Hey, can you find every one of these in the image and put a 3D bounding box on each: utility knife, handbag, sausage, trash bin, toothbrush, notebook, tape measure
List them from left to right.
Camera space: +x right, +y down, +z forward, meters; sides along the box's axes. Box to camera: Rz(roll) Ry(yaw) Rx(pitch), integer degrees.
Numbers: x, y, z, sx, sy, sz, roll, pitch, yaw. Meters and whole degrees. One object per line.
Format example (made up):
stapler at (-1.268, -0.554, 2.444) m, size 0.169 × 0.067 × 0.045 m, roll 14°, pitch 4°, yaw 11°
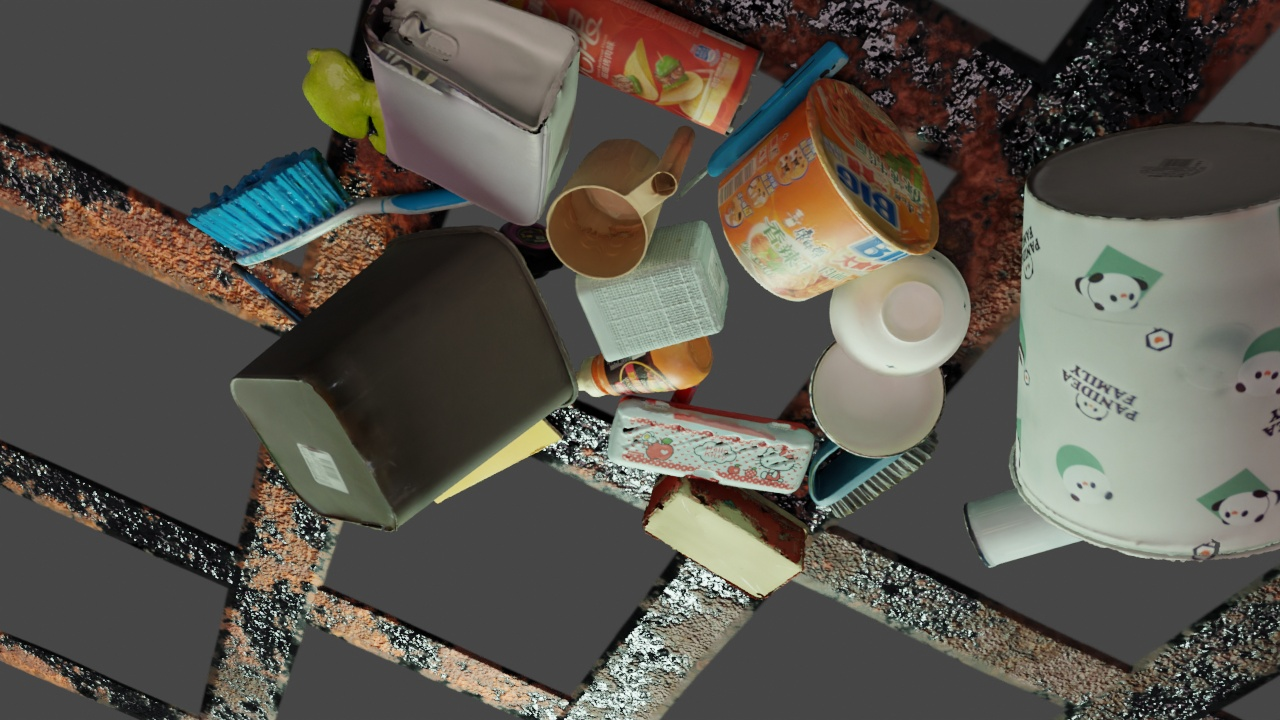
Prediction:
toothbrush at (-0.358, -0.037, 0.977) m, size 0.189 × 0.014 × 0.016 m, roll 43°, pitch 148°, yaw -16°
trash bin at (-0.208, 0.020, 0.815) m, size 0.199 × 0.219 × 0.199 m, roll 0°, pitch 124°, yaw 40°
notebook at (-0.207, 0.076, 1.022) m, size 0.207 × 0.010 × 0.146 m, roll -29°, pitch 114°, yaw 30°
handbag at (-0.126, -0.194, 0.696) m, size 0.145 × 0.098 × 0.197 m, roll 19°, pitch 167°, yaw -4°
tape measure at (-0.105, -0.099, 0.838) m, size 0.058 × 0.056 × 0.039 m, roll 42°, pitch 133°, yaw 27°
sausage at (0.035, 0.053, 0.936) m, size 0.020 × 0.020 × 0.156 m, roll 22°, pitch 127°, yaw -2°
utility knife at (0.092, -0.188, 0.739) m, size 0.018 × 0.034 × 0.186 m, roll 35°, pitch 128°, yaw -22°
trash bin at (0.387, -0.023, 0.673) m, size 0.230 × 0.228 × 0.252 m, roll -6°, pitch 119°, yaw 19°

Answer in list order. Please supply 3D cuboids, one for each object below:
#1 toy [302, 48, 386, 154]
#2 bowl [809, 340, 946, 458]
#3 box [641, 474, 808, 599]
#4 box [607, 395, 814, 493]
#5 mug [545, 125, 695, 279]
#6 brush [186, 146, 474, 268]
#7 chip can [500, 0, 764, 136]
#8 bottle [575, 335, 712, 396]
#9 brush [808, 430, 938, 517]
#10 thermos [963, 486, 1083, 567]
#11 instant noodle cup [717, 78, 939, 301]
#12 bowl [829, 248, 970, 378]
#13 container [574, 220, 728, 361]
toy at (-0.248, -0.225, 0.801) m, size 0.100 × 0.031 × 0.097 m, roll 3°, pitch 128°, yaw 12°
bowl at (0.209, 0.028, 0.831) m, size 0.116 × 0.066 × 0.116 m, roll 0°, pitch 89°, yaw 4°
box at (0.091, 0.184, 0.981) m, size 0.168 × 0.077 × 0.092 m, roll 33°, pitch 127°, yaw -11°
box at (0.070, 0.083, 0.915) m, size 0.201 × 0.047 × 0.087 m, roll 10°, pitch 128°, yaw -3°
mug at (-0.010, -0.139, 0.756) m, size 0.125 × 0.103 × 0.084 m, roll -33°, pitch 112°, yaw 31°
brush at (-0.270, -0.152, 0.850) m, size 0.315 × 0.060 × 0.109 m, roll -18°, pitch 125°, yaw 22°
chip can at (-0.016, -0.245, 0.701) m, size 0.216 × 0.073 × 0.073 m, roll 21°, pitch 128°, yaw -2°
bottle at (-0.005, 0.005, 0.890) m, size 0.150 × 0.066 × 0.067 m, roll -16°, pitch 120°, yaw 32°
brush at (0.216, 0.095, 0.897) m, size 0.073 × 0.055 × 0.144 m, roll 35°, pitch 126°, yaw -12°
thermos at (0.427, 0.133, 0.865) m, size 0.225 × 0.073 × 0.073 m, roll -26°, pitch 116°, yaw 28°
instant noodle cup at (0.139, -0.123, 0.709) m, size 0.151 × 0.151 × 0.112 m, roll 43°, pitch 132°, yaw -17°
bowl at (0.220, -0.041, 0.760) m, size 0.118 × 0.064 × 0.118 m, roll 0°, pitch 93°, yaw 7°
container at (0.014, -0.064, 0.814) m, size 0.112 × 0.089 × 0.090 m, roll -11°, pitch 122°, yaw 19°
